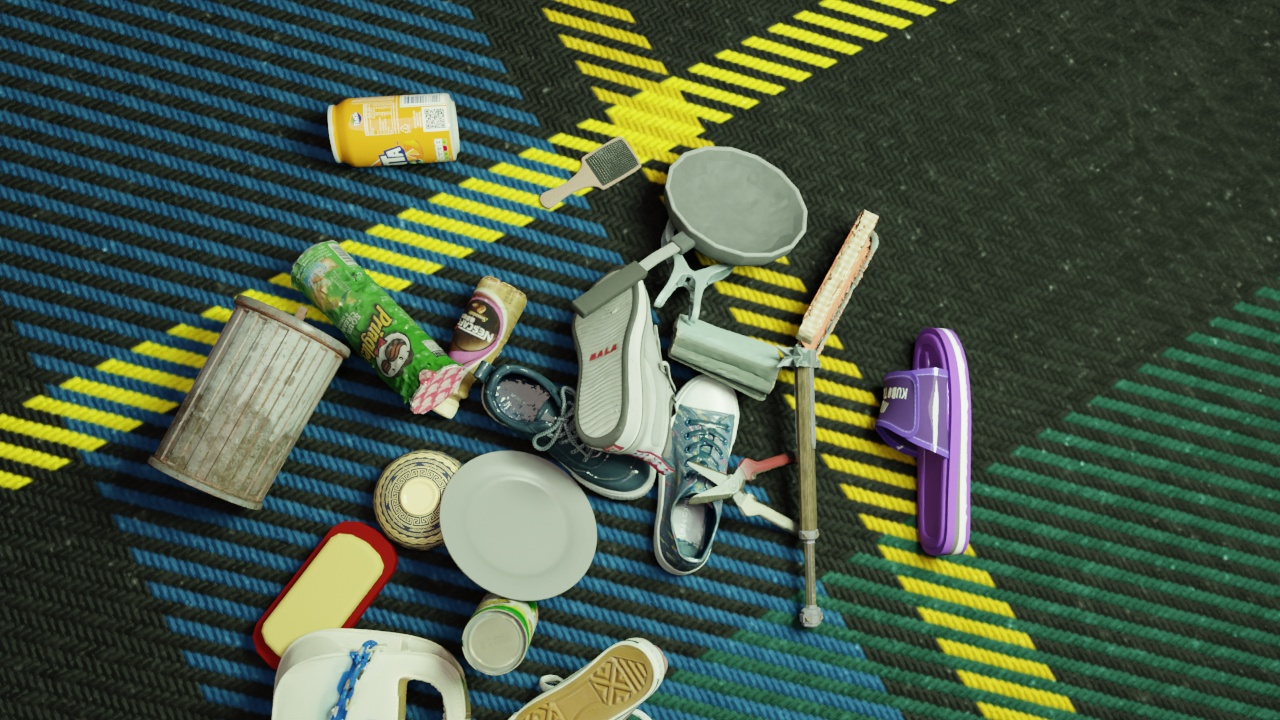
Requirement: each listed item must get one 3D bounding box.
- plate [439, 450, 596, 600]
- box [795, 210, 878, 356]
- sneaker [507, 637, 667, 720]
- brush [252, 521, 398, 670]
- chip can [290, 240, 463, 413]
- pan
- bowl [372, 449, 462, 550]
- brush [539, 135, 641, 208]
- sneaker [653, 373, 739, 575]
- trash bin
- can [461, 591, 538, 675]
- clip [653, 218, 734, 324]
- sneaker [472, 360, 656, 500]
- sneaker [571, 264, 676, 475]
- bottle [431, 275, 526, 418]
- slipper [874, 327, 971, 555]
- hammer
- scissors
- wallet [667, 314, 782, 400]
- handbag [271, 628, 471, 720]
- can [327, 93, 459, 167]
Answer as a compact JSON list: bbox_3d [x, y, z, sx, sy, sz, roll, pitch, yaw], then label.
[{"bbox_3d":[-0.133,0.179,1.003,0.178,0.012,0.178,15,49,-19],"label":"plate"},{"bbox_3d":[0.239,-0.092,1.112,0.043,0.083,0.186,28,78,15],"label":"box"},{"bbox_3d":[-0.062,0.375,0.969,0.241,0.087,0.118,-43,73,11],"label":"sneaker"},{"bbox_3d":[-0.338,0.255,0.986,0.082,0.042,0.173,36,77,2],"label":"brush"},{"bbox_3d":[-0.296,-0.041,1.017,0.223,0.075,0.075,43,77,15],"label":"chip can"},{"bbox_3d":[0.051,-0.137,1.054,0.178,0.041,0.356,44,55,14],"label":"pan"},{"bbox_3d":[-0.240,0.151,1.008,0.112,0.061,0.112,1,78,-6],"label":"bowl"},{"bbox_3d":[-0.065,-0.228,1.132,0.135,0.015,0.050,-33,84,-12],"label":"brush"},{"bbox_3d":[0.062,0.124,1.039,0.087,0.079,0.235,12,77,-4],"label":"sneaker"},{"bbox_3d":[-0.411,0.037,0.980,0.131,0.131,0.211,25,78,-1],"label":"trash bin"},{"bbox_3d":[-0.145,0.279,0.960,0.067,0.121,0.067,0,87,-2],"label":"can"},{"bbox_3d":[0.090,-0.107,1.091,0.141,0.029,0.171,15,55,-5],"label":"clip"},{"bbox_3d":[-0.082,0.074,1.029,0.235,0.087,0.089,31,77,-1],"label":"sneaker"},{"bbox_3d":[-0.006,0.006,1.039,0.097,0.128,0.262,-25,47,25],"label":"sneaker"},{"bbox_3d":[-0.192,-0.013,1.052,0.059,0.060,0.166,27,85,0],"label":"bottle"},{"bbox_3d":[0.320,0.091,1.066,0.084,0.107,0.266,1,83,-6],"label":"slipper"},{"bbox_3d":[0.192,0.144,1.046,0.028,0.146,0.316,-2,87,24],"label":"hammer"},{"bbox_3d":[0.132,0.146,1.034,0.192,0.015,0.179,-44,110,-38],"label":"scissors"},{"bbox_3d":[0.095,-0.008,1.062,0.131,0.100,0.054,24,103,-1],"label":"wallet"},{"bbox_3d":[-0.272,0.376,0.930,0.199,0.093,0.200,1,94,-16],"label":"handbag"},{"bbox_3d":[-0.289,-0.271,1.083,0.142,0.079,0.079,-6,79,-8],"label":"can"}]
